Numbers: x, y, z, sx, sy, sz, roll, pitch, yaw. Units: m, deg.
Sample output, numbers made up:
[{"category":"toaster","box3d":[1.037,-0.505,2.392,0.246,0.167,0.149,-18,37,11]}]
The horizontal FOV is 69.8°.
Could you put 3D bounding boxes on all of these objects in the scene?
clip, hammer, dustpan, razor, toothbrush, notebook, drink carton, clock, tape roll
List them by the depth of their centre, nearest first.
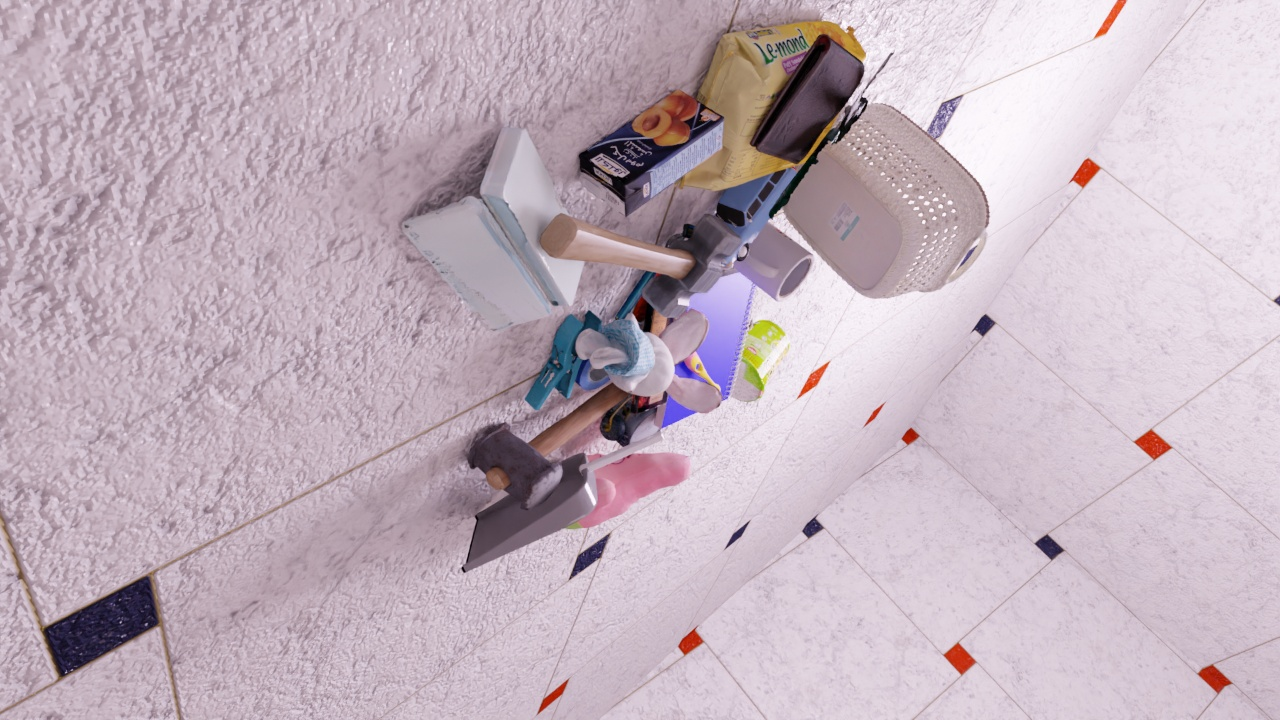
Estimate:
[{"category":"drink carton","box3d":[0.011,-0.190,0.837,0.129,0.064,0.040,-39,151,-23]},{"category":"hammer","box3d":[0.000,-0.103,0.897,0.117,0.051,0.322,-49,161,17]},{"category":"clip","box3d":[-0.075,-0.004,1.040,0.113,0.028,0.127,-32,153,-48]},{"category":"razor","box3d":[0.015,-0.101,1.055,0.144,0.022,0.042,-50,160,17]},{"category":"dustpan","box3d":[-0.087,0.150,1.068,0.257,0.033,0.163,-24,-168,0]},{"category":"tape roll","box3d":[-0.045,-0.004,1.104,0.091,0.016,0.093,-26,149,-43]},{"category":"hammer","box3d":[-0.070,0.068,1.112,0.327,0.098,0.052,-36,155,-48]},{"category":"toothbrush","box3d":[0.080,0.012,1.232,0.021,0.016,0.135,-53,144,-9]},{"category":"notebook","box3d":[0.095,-0.023,1.258,0.171,0.022,0.209,-20,129,-48]},{"category":"clock","box3d":[-0.011,0.077,1.258,0.090,0.052,0.129,-49,154,0]}]

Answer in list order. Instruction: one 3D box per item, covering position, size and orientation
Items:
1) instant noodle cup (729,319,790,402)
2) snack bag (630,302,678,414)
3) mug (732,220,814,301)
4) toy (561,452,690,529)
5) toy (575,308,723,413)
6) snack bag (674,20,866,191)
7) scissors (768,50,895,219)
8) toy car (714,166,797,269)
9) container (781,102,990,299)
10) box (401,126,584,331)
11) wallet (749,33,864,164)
[{"category":"instant noodle cup","box3d":[0.174,-0.006,1.422,0.107,0.099,0.099,-45,159,-34]},{"category":"snack bag","box3d":[0.022,-0.010,1.149,0.074,0.018,0.155,-17,120,-56]},{"category":"mug","box3d":[0.160,-0.130,1.180,0.105,0.089,0.074,-10,137,-57]},{"category":"toy","box3d":[-0.047,0.165,1.212,0.236,0.097,0.192,-16,-175,-4]},{"category":"toy","box3d":[-0.006,0.006,1.047,0.106,0.131,0.205,-24,161,35]},{"category":"snack bag","box3d":[0.140,-0.263,0.955,0.246,0.068,0.160,-27,148,-43]},{"category":"scissors","box3d":[0.210,-0.242,0.978,0.202,0.015,0.203,-53,175,27]},{"category":"toy car","box3d":[0.120,-0.175,1.067,0.153,0.056,0.055,-53,140,-9]},{"category":"container","box3d":[0.296,-0.193,1.150,0.142,0.246,0.185,-22,150,-32]},{"category":"box","box3d":[-0.114,-0.102,0.789,0.125,0.075,0.197,-27,153,0]},{"category":"wallet","box3d":[0.165,-0.250,0.894,0.099,0.031,0.120,-3,133,-57]}]
